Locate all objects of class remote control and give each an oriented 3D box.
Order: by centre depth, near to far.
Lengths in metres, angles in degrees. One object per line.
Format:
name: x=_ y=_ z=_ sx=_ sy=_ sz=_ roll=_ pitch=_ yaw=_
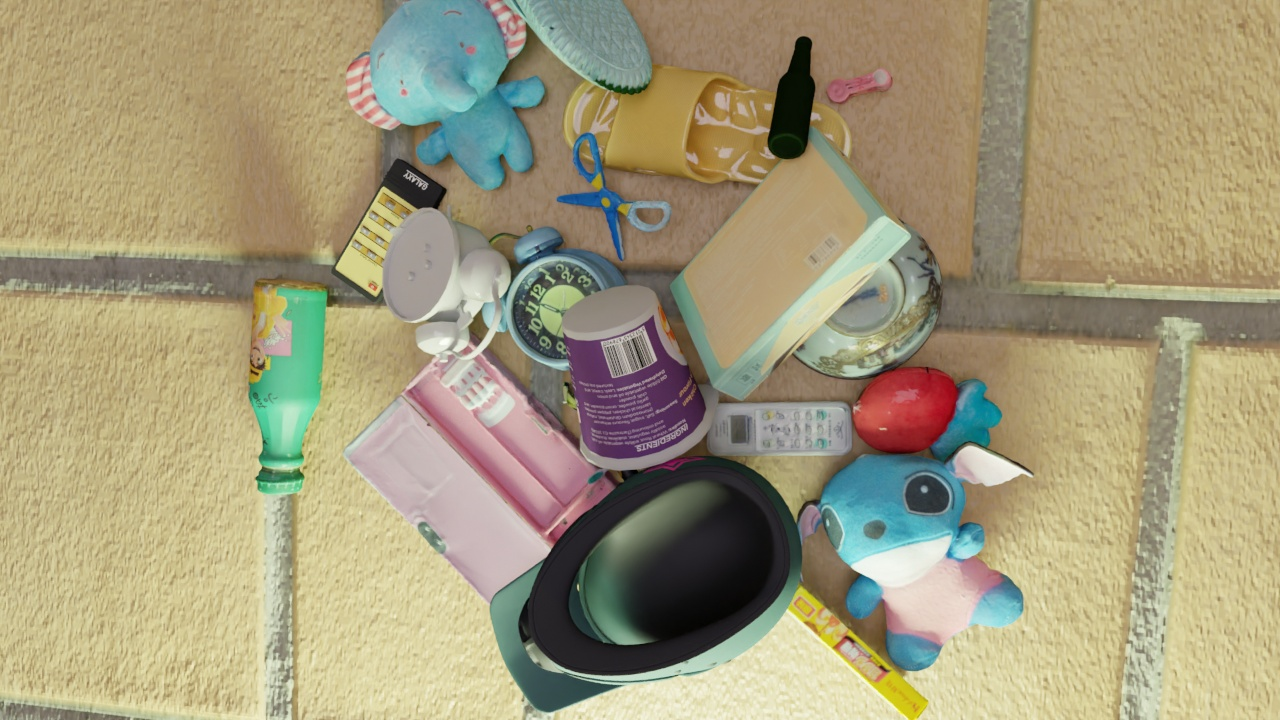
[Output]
remote control: x=0.128 y=0.063 z=0.854 sx=0.133 sy=0.022 sz=0.050 roll=-1 pitch=95 yaw=9
remote control: x=-0.248 y=-0.127 z=0.902 sx=0.058 sy=0.013 sz=0.133 roll=33 pitch=99 yaw=5

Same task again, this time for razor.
razor: x=-0.032 y=0.081 z=0.877 sx=0.021 sy=0.044 sz=0.144 roll=-34 pitch=95 yaw=-2

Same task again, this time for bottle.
bottle: x=0.131 y=-0.226 z=0.776 sx=0.033 sy=0.033 sz=0.122 roll=9 pitch=62 yaw=8
bottle: x=-0.349 y=0.026 z=0.903 sx=0.068 sy=0.068 sz=0.210 roll=6 pitch=96 yaw=8

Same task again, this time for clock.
clock: x=-0.178 y=-0.070 z=0.837 sx=0.120 sy=0.061 sz=0.159 roll=-51 pitch=54 yaw=21
clock: x=-0.083 y=-0.057 z=0.859 sx=0.162 sy=0.060 sz=0.118 roll=32 pitch=100 yaw=9

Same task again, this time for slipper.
slipper: x=-0.083 y=-0.332 z=0.805 sx=0.070 sy=0.115 sz=0.276 roll=-40 pitch=66 yaw=39
slipper: x=0.057 y=-0.209 z=0.815 sx=0.263 sy=0.078 sz=0.099 roll=12 pitch=96 yaw=6

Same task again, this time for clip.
clip: x=0.196 y=-0.243 z=0.811 sx=0.059 sy=0.045 sz=0.023 roll=-10 pitch=90 yaw=-4

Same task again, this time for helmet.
helmet: x=0.004 y=0.194 z=0.791 sx=0.274 sy=0.200 sz=0.176 roll=-25 pitch=76 yaw=-11

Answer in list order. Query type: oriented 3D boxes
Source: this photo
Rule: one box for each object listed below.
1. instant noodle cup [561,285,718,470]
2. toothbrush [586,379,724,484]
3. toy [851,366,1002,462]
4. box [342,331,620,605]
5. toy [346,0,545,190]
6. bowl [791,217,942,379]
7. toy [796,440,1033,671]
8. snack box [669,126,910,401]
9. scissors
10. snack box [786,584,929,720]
instant noodle cup: x=-0.005 y=0.005 z=0.786 sx=0.136 sy=0.122 sz=0.122 roll=-28 pitch=120 yaw=-20
toothbrush: x=0.026 y=0.058 z=0.855 sx=0.188 sy=0.019 sz=0.018 roll=-37 pitch=100 yaw=0
toy: x=0.254 y=0.047 z=0.815 sx=0.133 sy=0.062 sz=0.092 roll=11 pitch=129 yaw=-10
box: x=-0.150 y=0.109 z=0.894 sx=0.179 sy=0.040 sz=0.232 roll=-44 pitch=88 yaw=6
toy: x=-0.168 y=-0.244 z=0.836 sx=0.183 sy=0.114 sz=0.180 roll=-29 pitch=100 yaw=3
bowl: x=0.188 y=-0.058 z=0.798 sx=0.160 sy=0.093 sz=0.160 roll=1 pitch=96 yaw=9
toy: x=0.250 y=0.164 z=0.806 sx=0.224 sy=0.098 sz=0.191 roll=-30 pitch=95 yaw=22
snack box: x=0.114 y=-0.082 z=0.767 sx=0.044 sy=0.141 sz=0.194 roll=24 pitch=120 yaw=-34
scissors: x=-0.027 y=-0.149 z=0.842 sx=0.126 sy=0.013 sz=0.125 roll=11 pitch=128 yaw=34
snack box: x=0.186 y=0.260 z=0.834 sx=0.152 sy=0.075 sz=0.025 roll=42 pitch=83 yaw=3
